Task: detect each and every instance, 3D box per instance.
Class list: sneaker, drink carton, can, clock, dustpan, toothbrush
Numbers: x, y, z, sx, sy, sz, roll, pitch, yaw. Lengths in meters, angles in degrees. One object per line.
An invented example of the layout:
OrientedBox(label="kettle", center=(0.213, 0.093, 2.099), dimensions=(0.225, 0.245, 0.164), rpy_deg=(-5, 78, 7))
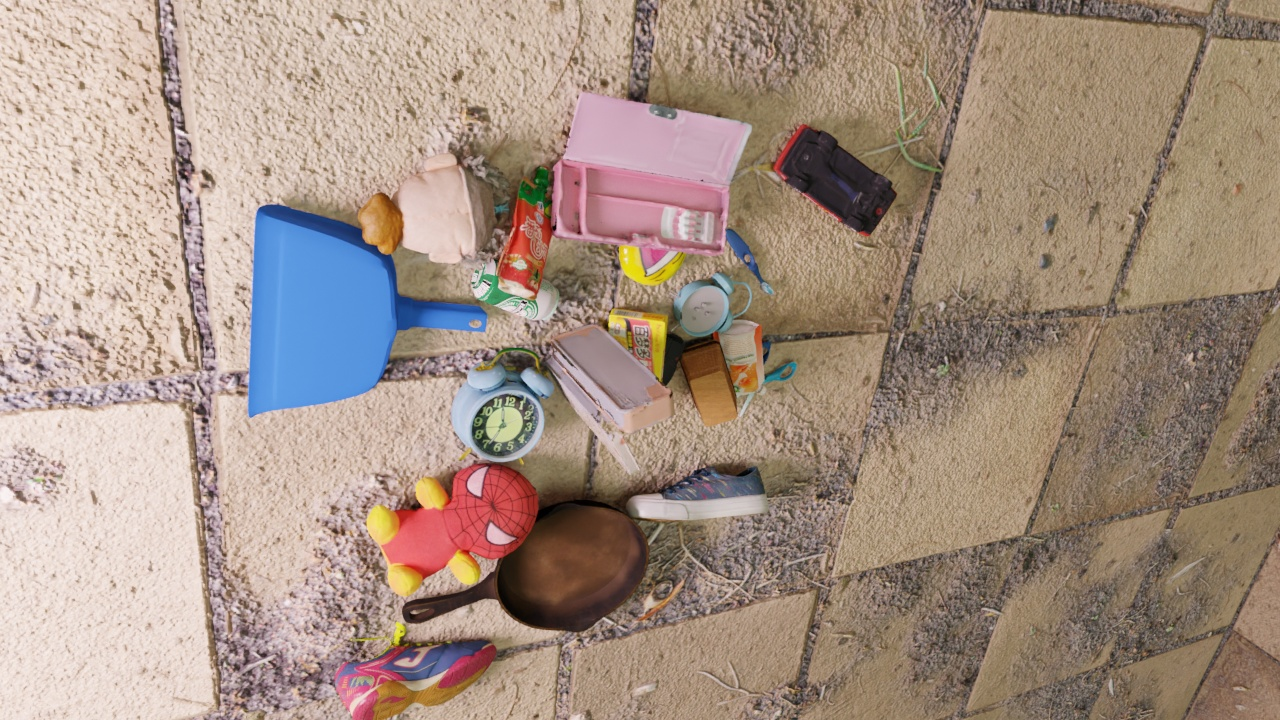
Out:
OrientedBox(label="sneaker", center=(0.085, 0.200, 1.386), dimensions=(0.235, 0.088, 0.079), rpy_deg=(0, 81, -24))
OrientedBox(label="drink carton", center=(0.144, 0.003, 1.321), dimensions=(0.069, 0.038, 0.122), rpy_deg=(-6, 125, 5))
OrientedBox(label="can", center=(-0.152, -0.085, 1.107), dimensions=(0.101, 0.053, 0.053), rpy_deg=(21, 105, -34))
OrientedBox(label="clock", center=(-0.175, 0.056, 1.169), dimensions=(0.118, 0.060, 0.162), rpy_deg=(4, 110, -28))
OrientedBox(label="dustpan", center=(-0.302, -0.046, 1.046), dimensions=(0.257, 0.059, 0.246), rpy_deg=(4, 114, -19))
OrientedBox(label="clock", center=(0.099, -0.075, 1.253), dimensions=(0.123, 0.042, 0.087), rpy_deg=(-13, 121, -20))
OrientedBox(label="toothbrush", center=(0.151, -0.134, 1.264), dimensions=(0.021, 0.016, 0.132), rpy_deg=(-44, 128, -3))
OrientedBox(label="sneaker", center=(-0.312, 0.426, 1.293), dimensions=(0.241, 0.091, 0.116), rpy_deg=(-1, 123, -49))

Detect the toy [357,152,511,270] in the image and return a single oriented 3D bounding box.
OrientedBox(label="toy", center=(-0.225, -0.160, 1.014), dimensions=(0.175, 0.076, 0.133), rpy_deg=(-11, 103, -29))

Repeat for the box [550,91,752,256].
OrientedBox(label="box", center=(0.011, -0.220, 1.107), dimensions=(0.232, 0.059, 0.179), rpy_deg=(5, 107, -26))

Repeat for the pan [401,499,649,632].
OrientedBox(label="pan", center=(-0.163, 0.305, 1.315), dimensions=(0.355, 0.043, 0.249), rpy_deg=(-13, 123, -13))

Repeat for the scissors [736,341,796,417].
OrientedBox(label="scissors", center=(0.169, 0.025, 1.365), dimensions=(0.132, 0.015, 0.110), rpy_deg=(-34, 128, -1))

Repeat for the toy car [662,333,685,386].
OrientedBox(label="toy car", center=(0.030, 0.007, 1.264), dimensions=(0.042, 0.036, 0.092), rpy_deg=(23, 103, -35))

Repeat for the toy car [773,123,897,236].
OrientedBox(label="toy car", center=(0.266, -0.242, 1.243), dimensions=(0.189, 0.056, 0.081), rpy_deg=(28, 100, -29))

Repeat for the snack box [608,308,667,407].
OrientedBox(label="snack box", center=(-0.007, 0.007, 1.228), dimensions=(0.075, 0.025, 0.152), rpy_deg=(8, 117, 8))

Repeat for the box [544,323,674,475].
OrientedBox(label="box", center=(-0.038, 0.033, 1.130), dimensions=(0.107, 0.216, 0.094), rpy_deg=(-43, 128, -4))

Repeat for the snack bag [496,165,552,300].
OrientedBox(label="snack bag", center=(-0.128, -0.152, 1.065), dimensions=(0.087, 0.044, 0.155), rpy_deg=(32, 66, -63))

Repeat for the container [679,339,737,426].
OrientedBox(label="container", center=(0.099, 0.037, 1.289), dimensions=(0.063, 0.061, 0.114), rpy_deg=(-17, 125, 5))

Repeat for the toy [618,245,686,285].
OrientedBox(label="toy", center=(0.016, -0.142, 1.174), dimensions=(0.095, 0.041, 0.094), rpy_deg=(-42, 123, -6))

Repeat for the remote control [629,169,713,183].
OrientedBox(label="remote control", center=(0.036, -0.222, 1.159), dimensions=(0.124, 0.010, 0.039), rpy_deg=(-1, 116, -28))

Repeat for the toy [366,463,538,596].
OrientedBox(label="toy", center=(-0.236, 0.212, 1.194), dimensions=(0.216, 0.099, 0.147), rpy_deg=(-20, 93, -18))
